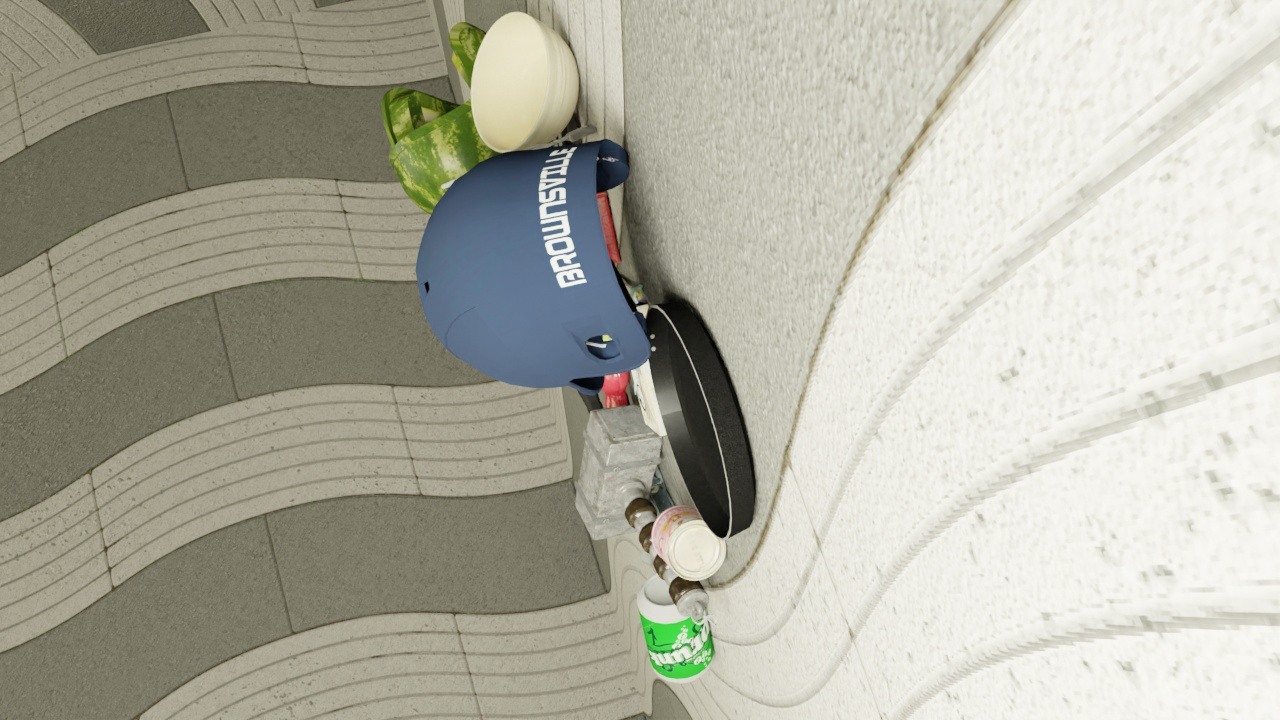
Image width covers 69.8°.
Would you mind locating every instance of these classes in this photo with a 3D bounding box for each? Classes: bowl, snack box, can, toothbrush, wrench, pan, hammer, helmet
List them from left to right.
[{"bbox_3d":[-0.222,-0.294,1.246,0.243,0.214,0.246,23,-129,-43],"label":"helmet"},{"bbox_3d":[-0.132,-0.222,1.003,0.010,0.181,0.010,-129,17,-60],"label":"toothbrush"},{"bbox_3d":[-0.120,-0.307,1.036,0.151,0.075,0.151,2,92,47],"label":"bowl"},{"bbox_3d":[-0.097,-0.078,0.896,0.272,0.223,0.232,39,-138,-62],"label":"helmet"},{"bbox_3d":[-0.095,-0.266,1.214,0.274,0.018,0.073,96,156,-70],"label":"wrench"},{"bbox_3d":[-0.059,-0.179,1.130,0.133,0.021,0.089,-124,20,-60],"label":"snack box"},{"bbox_3d":[-0.034,0.158,1.429,0.131,0.039,0.328,98,150,-66],"label":"hammer"},{"bbox_3d":[-0.019,-0.088,1.080,0.155,0.015,0.022,-136,62,-73],"label":"toothbrush"},{"bbox_3d":[0.007,0.007,1.056,0.082,0.026,0.150,-148,43,-76],"label":"snack box"},{"bbox_3d":[0.014,0.214,1.137,0.326,0.079,0.177,-125,37,-46],"label":"hammer"},{"bbox_3d":[0.032,0.009,0.894,0.226,0.034,0.356,84,166,-47],"label":"pan"},{"bbox_3d":[0.047,0.354,1.220,0.087,0.087,0.140,-123,19,-60],"label":"can"},{"bbox_3d":[0.051,0.197,0.999,0.076,0.067,0.067,-164,58,-78],"label":"can"}]

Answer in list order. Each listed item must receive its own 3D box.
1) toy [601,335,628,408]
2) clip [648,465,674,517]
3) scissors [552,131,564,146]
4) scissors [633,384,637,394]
[{"bbox_3d":[-0.041,0.016,1.283,0.091,0.045,0.135,-127,28,-69],"label":"toy"},{"bbox_3d":[0.031,0.218,1.273,0.166,0.032,0.164,84,165,-44],"label":"clip"},{"bbox_3d":[-0.095,-0.226,1.148,0.230,0.016,0.225,102,154,-65],"label":"scissors"},{"bbox_3d":[-0.007,0.007,1.180,0.140,0.011,0.134,113,142,-73],"label":"scissors"}]
